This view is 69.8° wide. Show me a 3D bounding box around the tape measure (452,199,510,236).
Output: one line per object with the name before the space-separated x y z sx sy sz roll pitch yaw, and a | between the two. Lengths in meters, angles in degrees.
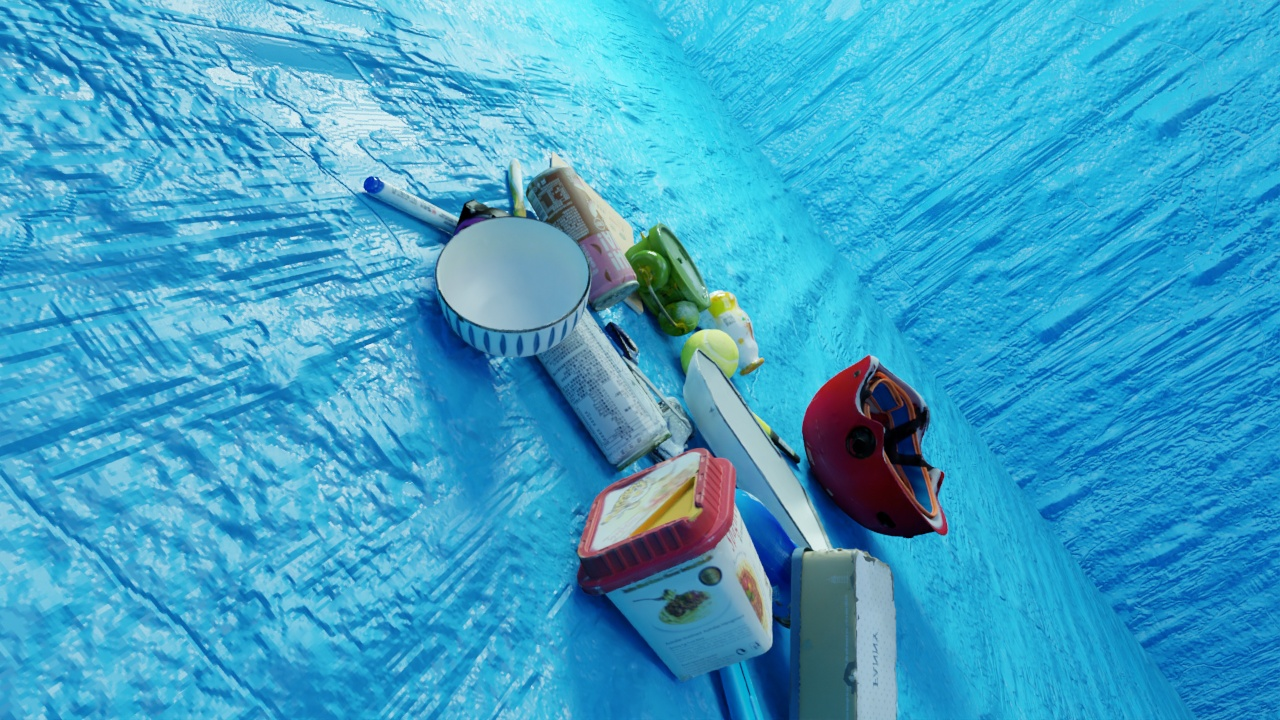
tape measure | -0.128 -0.098 0.764 0.058 0.057 0.039 28 24 0

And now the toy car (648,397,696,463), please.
toy car | 0.028 0.065 0.869 0.049 0.031 0.105 51 21 -2

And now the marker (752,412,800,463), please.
marker | 0.163 0.096 1.131 0.124 0.015 0.018 40 24 -37

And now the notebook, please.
notebook | -0.054 -0.155 1.083 0.148 0.008 0.207 41 24 -29

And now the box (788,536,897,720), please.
box | 0.165 0.234 0.744 0.089 0.061 0.184 32 54 -46

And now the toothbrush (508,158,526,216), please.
toothbrush | -0.125 -0.154 0.922 0.018 0.016 0.191 27 32 -32

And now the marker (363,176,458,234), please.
marker | -0.171 -0.120 0.768 0.145 0.017 0.017 23 36 -53

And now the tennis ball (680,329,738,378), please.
tennis ball | 0.078 -0.003 1.035 0.065 0.066 0.065 43 23 -23

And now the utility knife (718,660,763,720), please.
utility knife | 0.072 0.239 0.684 0.034 0.018 0.187 32 31 -45

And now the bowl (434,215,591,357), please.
bowl | -0.097 -0.048 0.706 0.066 0.116 0.116 100 -28 -53

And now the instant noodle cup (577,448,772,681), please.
instant noodle cup | 0.033 0.146 0.648 0.124 0.117 0.116 59 18 -17

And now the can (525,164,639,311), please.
can | -0.060 -0.126 0.940 0.147 0.058 0.057 60 22 8

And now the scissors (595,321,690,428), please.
scissors | -0.016 -0.002 0.869 0.160 0.012 0.163 38 13 -15

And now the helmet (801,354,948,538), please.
helmet | 0.292 0.126 1.181 0.206 0.144 0.239 28 45 -47

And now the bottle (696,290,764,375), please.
bottle | 0.114 -0.034 1.166 0.108 0.063 0.063 58 21 14

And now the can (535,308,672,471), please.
can | -0.037 0.018 0.767 0.146 0.058 0.058 55 21 6

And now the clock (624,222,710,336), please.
clock | 0.030 -0.092 1.072 0.116 0.056 0.161 53 18 -20

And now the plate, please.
plate | 0.118 0.108 0.948 0.266 0.034 0.161 55 13 -11

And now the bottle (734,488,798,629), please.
bottle | 0.092 0.156 0.772 0.218 0.065 0.065 46 21 -36
